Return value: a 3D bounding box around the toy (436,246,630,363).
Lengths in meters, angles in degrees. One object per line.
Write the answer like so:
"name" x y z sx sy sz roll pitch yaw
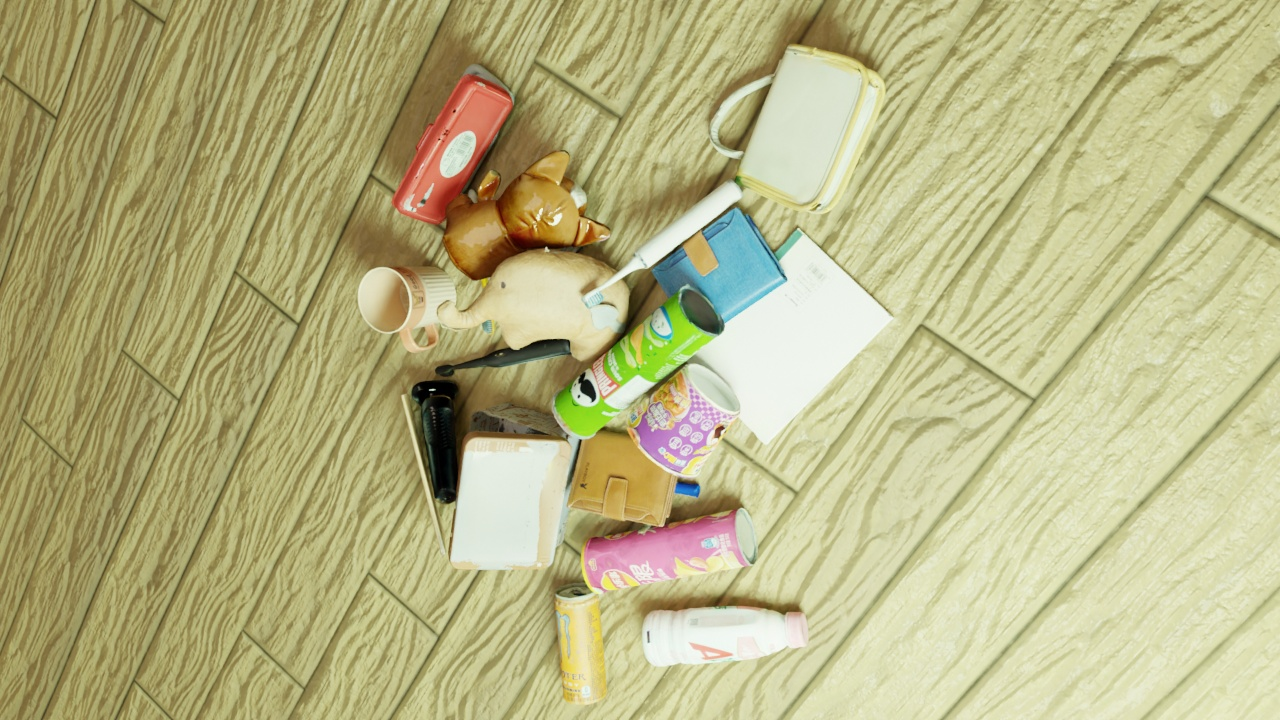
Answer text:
"toy" -0.123 -0.070 1.087 0.226 0.082 0.144 10 112 -16

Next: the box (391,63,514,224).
"box" -0.246 -0.279 1.171 0.202 0.095 0.099 -54 50 21

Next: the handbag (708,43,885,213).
"handbag" 0.162 -0.262 1.012 0.179 0.063 0.163 31 108 31

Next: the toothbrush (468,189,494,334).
"toothbrush" -0.210 -0.128 1.200 0.016 0.018 0.191 -5 96 21

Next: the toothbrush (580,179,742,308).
"toothbrush" 0.022 -0.132 1.051 0.221 0.027 0.026 -37 88 -2

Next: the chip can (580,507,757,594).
"chip can" 0.034 0.233 1.121 0.211 0.071 0.071 -16 91 24

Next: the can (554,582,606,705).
"can" -0.078 0.368 1.194 0.058 0.058 0.146 -2 97 23

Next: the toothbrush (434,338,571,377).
"toothbrush" -0.181 -0.002 1.203 0.213 0.027 0.026 -11 58 25

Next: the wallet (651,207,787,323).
"wallet" 0.090 -0.100 1.065 0.133 0.040 0.106 -35 81 23

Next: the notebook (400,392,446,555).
"notebook" -0.287 0.144 1.214 0.008 0.148 0.207 -14 92 -12

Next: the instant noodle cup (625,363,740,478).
"instant noodle cup" 0.056 0.065 1.064 0.111 0.111 0.099 46 113 10

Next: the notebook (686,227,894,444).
"notebook" 0.164 -0.026 1.062 0.150 0.012 0.209 47 111 12

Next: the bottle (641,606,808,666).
"bottle" 0.102 0.331 1.111 0.197 0.068 0.068 -10 93 21

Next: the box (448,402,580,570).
"box" -0.165 0.165 1.142 0.151 0.168 0.182 15 103 21

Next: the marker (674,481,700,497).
"marker" 0.004 0.153 1.152 0.146 0.016 0.017 6 100 22

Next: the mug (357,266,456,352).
"mug" -0.296 -0.068 1.197 0.082 0.105 0.114 -20 90 24

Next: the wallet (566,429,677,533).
"wallet" -0.020 0.150 1.137 0.131 0.035 0.119 7 72 22

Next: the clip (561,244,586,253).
"clip" -0.089 -0.137 1.148 0.024 0.028 0.057 37 100 12

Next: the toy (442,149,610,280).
"toy" -0.141 -0.171 1.116 0.200 0.130 0.140 -20 118 34

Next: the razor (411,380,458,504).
"razor" -0.265 0.107 1.213 0.068 0.062 0.167 124 138 -60

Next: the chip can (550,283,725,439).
"chip can" -0.006 0.006 1.084 0.237 0.072 0.072 -39 82 33
